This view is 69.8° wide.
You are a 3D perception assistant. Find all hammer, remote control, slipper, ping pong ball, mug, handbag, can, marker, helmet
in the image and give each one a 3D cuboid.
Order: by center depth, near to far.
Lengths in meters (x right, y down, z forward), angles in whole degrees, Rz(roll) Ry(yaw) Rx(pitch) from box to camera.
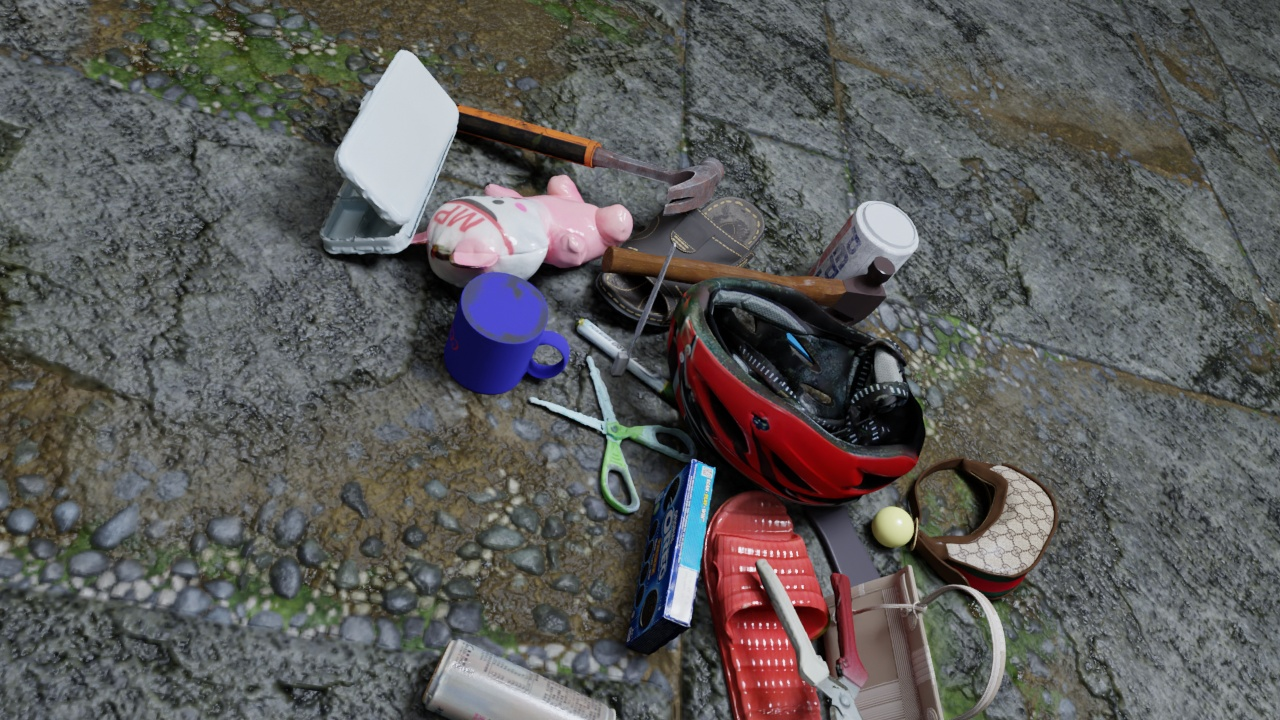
[{"bbox_3d":[-0.090,0.257,0.678,0.135,0.054,0.054,27,50,-5],"label":"can"},{"bbox_3d":[0.222,0.248,0.730,0.062,0.198,0.175,11,53,-17],"label":"handbag"},{"bbox_3d":[0.114,0.220,0.795,0.103,0.059,0.248,10,54,-18],"label":"slipper"},{"bbox_3d":[-0.119,-0.019,0.846,0.111,0.084,0.079,21,50,-9],"label":"mug"},{"bbox_3d":[0.139,0.029,0.869,0.272,0.167,0.216,31,34,-10],"label":"helmet"},{"bbox_3d":[0.197,0.181,0.892,0.046,0.009,0.124,-7,60,-28],"label":"remote control"},{"bbox_3d":[0.249,0.165,0.906,0.040,0.040,0.040,12,52,-16],"label":"ping pong ball"},{"bbox_3d":[-0.005,0.005,0.924,0.146,0.017,0.017,37,50,4],"label":"marker"},{"bbox_3d":[0.343,0.167,0.946,0.138,0.063,0.166,32,51,22],"label":"handbag"},{"bbox_3d":[0.113,-0.081,0.948,0.322,0.116,0.033,6,53,-25],"label":"hammer"},{"bbox_3d":[-0.074,-0.223,0.990,0.314,0.035,0.137,17,30,9],"label":"hammer"},{"bbox_3d":[0.057,-0.124,1.007,0.113,0.076,0.267,44,50,11],"label":"slipper"},{"bbox_3d":[0.247,-0.111,1.043,0.078,0.136,0.078,12,52,-16],"label":"can"}]

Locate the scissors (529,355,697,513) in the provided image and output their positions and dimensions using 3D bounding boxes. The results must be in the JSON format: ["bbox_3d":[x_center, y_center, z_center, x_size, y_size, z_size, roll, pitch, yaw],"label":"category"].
[{"bbox_3d":[-0.021,0.068,0.877,0.167,0.023,0.171,-5,61,-21],"label":"scissors"}]

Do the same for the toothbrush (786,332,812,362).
[{"bbox_3d":[0.188,-0.013,1.026,0.166,0.014,0.016,42,50,8],"label":"toothbrush"}]

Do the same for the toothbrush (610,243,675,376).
[{"bbox_3d":[0.000,-0.043,0.853,0.010,0.182,0.010,-1,52,-22],"label":"toothbrush"}]

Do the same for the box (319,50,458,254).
[{"bbox_3d":[-0.248,-0.216,0.888,0.106,0.125,0.215,2,51,7],"label":"box"}]

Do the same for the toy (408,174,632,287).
[{"bbox_3d":[-0.122,-0.125,0.918,0.212,0.084,0.142,-20,41,-39],"label":"toy"}]

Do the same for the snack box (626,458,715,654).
[{"bbox_3d":[0.027,0.165,0.779,0.027,0.082,0.149,21,50,-11],"label":"snack box"}]

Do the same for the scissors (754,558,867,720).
[{"bbox_3d":[0.149,0.234,0.732,0.179,0.015,0.186,41,37,16],"label":"scissors"}]
